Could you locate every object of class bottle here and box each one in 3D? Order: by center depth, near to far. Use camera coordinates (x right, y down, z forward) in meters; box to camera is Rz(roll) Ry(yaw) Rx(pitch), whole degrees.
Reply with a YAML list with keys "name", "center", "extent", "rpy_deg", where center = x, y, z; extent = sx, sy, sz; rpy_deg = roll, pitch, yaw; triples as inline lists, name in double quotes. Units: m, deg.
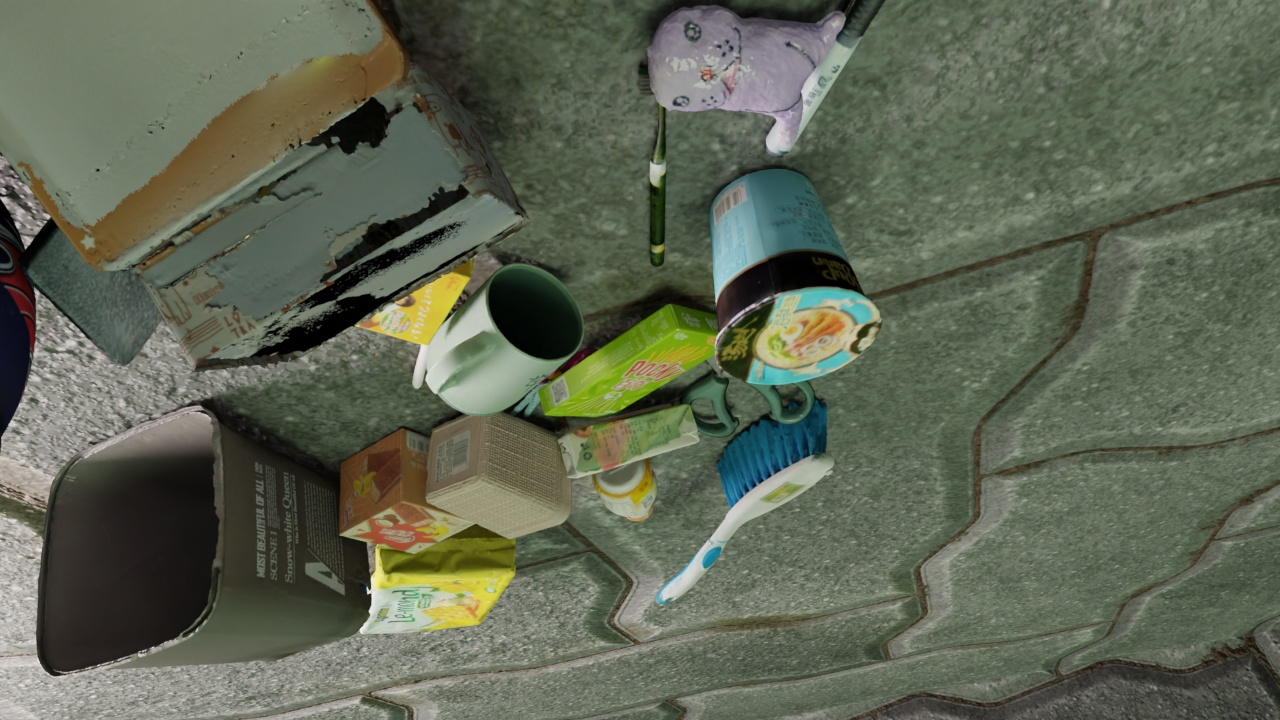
- name: "bottle"
  center: [-0.013, 0.134, 0.967]
  extent: [0.063, 0.063, 0.108]
  rpy_deg: [-12, 148, 4]

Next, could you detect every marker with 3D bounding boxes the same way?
- name: "marker"
  center: [0.108, -0.173, 0.552]
  extent: [0.022, 0.018, 0.131]
  rpy_deg: [25, 140, -7]

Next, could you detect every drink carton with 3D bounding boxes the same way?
- name: "drink carton"
  center: [-0.012, 0.073, 0.859]
  extent: [0.122, 0.045, 0.054]
  rpy_deg: [-15, 175, -16]

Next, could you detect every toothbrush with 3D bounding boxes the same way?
- name: "toothbrush"
  center: [0.008, -0.123, 0.611]
  extent: [0.017, 0.012, 0.186]
  rpy_deg: [-3, 148, 0]
- name: "toothbrush"
  center: [-0.165, -0.028, 0.711]
  extent: [0.016, 0.016, 0.181]
  rpy_deg: [9, 144, -15]

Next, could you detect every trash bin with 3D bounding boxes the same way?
- name: "trash bin"
  center: [-0.375, 0.179, 0.832]
  extent: [0.199, 0.198, 0.219]
  rpy_deg: [-20, 153, 17]

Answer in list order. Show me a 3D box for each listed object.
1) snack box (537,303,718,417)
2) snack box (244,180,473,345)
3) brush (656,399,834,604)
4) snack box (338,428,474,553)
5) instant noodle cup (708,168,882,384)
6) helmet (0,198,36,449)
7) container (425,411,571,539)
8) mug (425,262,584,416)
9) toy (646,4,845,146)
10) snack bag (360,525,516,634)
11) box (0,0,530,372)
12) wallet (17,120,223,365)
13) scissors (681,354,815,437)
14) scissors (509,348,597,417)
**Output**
- name: "snack box"
  center: [-0.005, 0.005, 0.780]
  extent: [0.157, 0.026, 0.085]
  rpy_deg: [-32, 157, 31]
- name: "snack box"
  center: [-0.194, -0.062, 0.620]
  extent: [0.140, 0.033, 0.087]
  rpy_deg: [16, 140, -27]
- name: "brush"
  center: [0.099, 0.162, 0.998]
  extent: [0.060, 0.109, 0.316]
  rpy_deg: [11, 143, -34]
- name: "snack box"
  center: [-0.224, 0.129, 0.887]
  extent: [0.095, 0.077, 0.092]
  rpy_deg: [-28, 144, 28]
- name: "instant noodle cup"
  center: [0.096, -0.062, 0.629]
  extent: [0.111, 0.120, 0.111]
  rpy_deg: [-6, 148, -4]
- name: "helmet"
  center: [-0.421, -0.031, 0.419]
  extent: [0.247, 0.239, 0.316]
  rpy_deg: [39, 143, -3]
- name: "container"
  center: [-0.134, 0.104, 0.858]
  extent: [0.090, 0.090, 0.111]
  rpy_deg: [-22, 144, 32]
- name: "mug"
  center: [-0.113, -0.006, 0.677]
  extent: [0.107, 0.082, 0.111]
  rpy_deg: [-36, 178, 41]
- name: "toy"
  center: [0.054, -0.166, 0.523]
  extent: [0.108, 0.039, 0.084]
  rpy_deg: [1, 130, -18]
- name: "snack bag"
  center: [-0.250, 0.265, 1.108]
  extent: [0.158, 0.068, 0.247]
  rpy_deg: [4, 146, -22]
- name: "box"
  center: [-0.187, -0.114, 0.480]
  extent: [0.180, 0.157, 0.217]
  rpy_deg: [-32, 101, 6]
- name: "wallet"
  center: [-0.288, -0.070, 0.520]
  extent: [0.019, 0.120, 0.097]
  rpy_deg: [13, 150, 10]
- name: "scissors"
  center: [0.077, 0.028, 0.860]
  extent: [0.162, 0.019, 0.179]
  rpy_deg: [-23, 140, 28]
- name: "scissors"
  center: [-0.078, 0.022, 0.819]
  extent: [0.072, 0.017, 0.137]
  rpy_deg: [-5, 154, -26]
